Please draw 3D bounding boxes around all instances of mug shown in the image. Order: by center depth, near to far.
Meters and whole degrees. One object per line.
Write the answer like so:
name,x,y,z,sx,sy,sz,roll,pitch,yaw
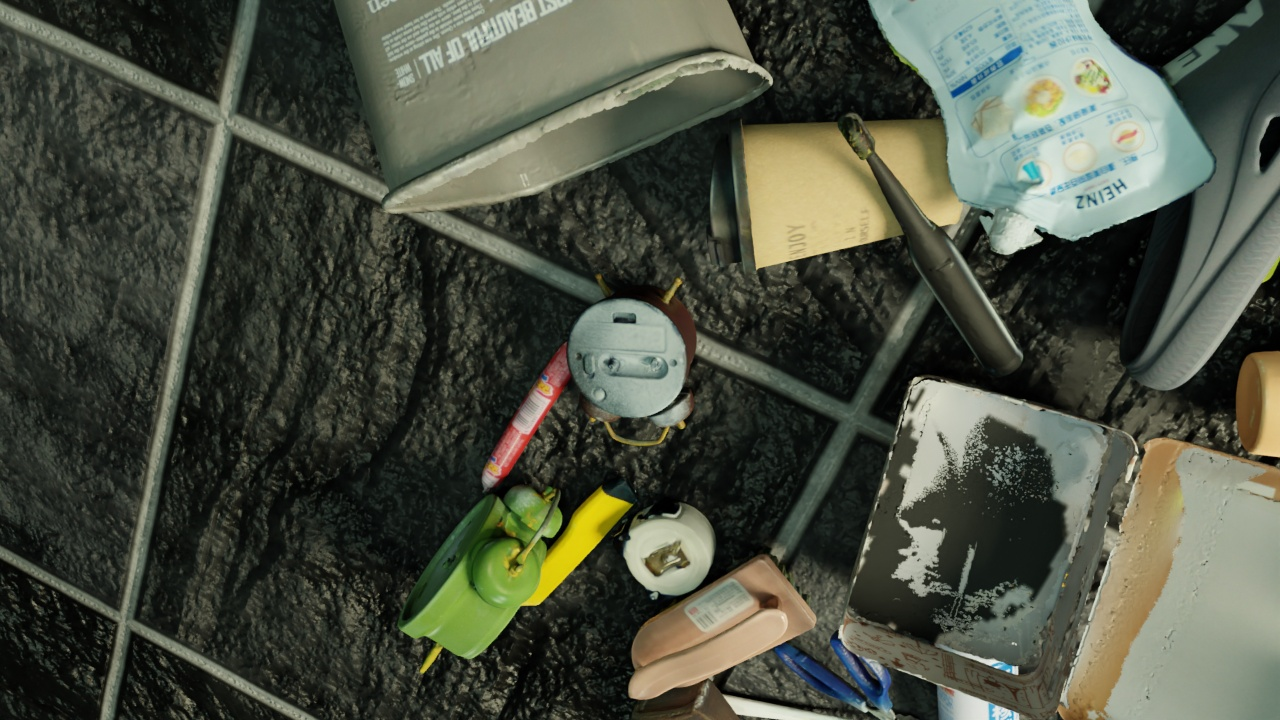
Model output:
mug,0.406,0.026,0.506,0.123,0.078,0.078,1,108,20

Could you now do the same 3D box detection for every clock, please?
clock,-0.004,0.004,0.620,0.082,0.055,0.122,4,110,13
clock,-0.111,0.150,0.669,0.056,0.116,0.162,37,118,-12

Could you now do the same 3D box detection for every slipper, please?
slipper,0.300,-0.112,0.469,0.083,0.110,0.269,22,116,10

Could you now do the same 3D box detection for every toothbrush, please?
toothbrush,0.164,-0.059,0.512,0.026,0.027,0.212,-27,130,25
toothbrush,0.121,0.268,0.700,0.180,0.016,0.016,2,111,17

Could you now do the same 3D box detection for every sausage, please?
sausage,-0.081,0.041,0.674,0.020,0.020,0.156,35,114,2

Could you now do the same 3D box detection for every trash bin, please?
trash bin,-0.063,-0.215,0.494,0.199,0.198,0.220,-18,97,20

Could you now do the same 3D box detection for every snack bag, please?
snack bag,0.200,-0.151,0.479,0.110,0.039,0.191,-22,76,11

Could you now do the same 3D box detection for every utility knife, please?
utility knife,-0.053,0.139,0.698,0.033,0.015,0.155,27,117,-29

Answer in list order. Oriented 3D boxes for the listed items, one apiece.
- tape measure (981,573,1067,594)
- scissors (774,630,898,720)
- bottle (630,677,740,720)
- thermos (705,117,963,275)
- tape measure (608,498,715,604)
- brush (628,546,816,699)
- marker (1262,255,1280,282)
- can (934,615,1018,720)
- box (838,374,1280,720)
tape measure,0.250,0.130,0.607,0.060,0.028,0.057,-6,107,15
scissors,0.160,0.236,0.630,0.163,0.012,0.176,14,143,48
bottle,0.069,0.334,0.714,0.080,0.043,0.195,-22,107,32
thermos,0.110,-0.101,0.539,0.143,0.093,0.093,-5,107,9
tape measure,0.021,0.137,0.671,0.066,0.033,0.066,-33,99,23
brush,0.050,0.196,0.662,0.146,0.072,0.063,-36,97,25
marker,0.363,-0.102,0.505,0.018,0.015,0.124,23,111,25
can,0.234,0.244,0.637,0.053,0.053,0.135,-3,107,16
box,0.257,0.123,0.525,0.272,0.106,0.178,18,96,28
